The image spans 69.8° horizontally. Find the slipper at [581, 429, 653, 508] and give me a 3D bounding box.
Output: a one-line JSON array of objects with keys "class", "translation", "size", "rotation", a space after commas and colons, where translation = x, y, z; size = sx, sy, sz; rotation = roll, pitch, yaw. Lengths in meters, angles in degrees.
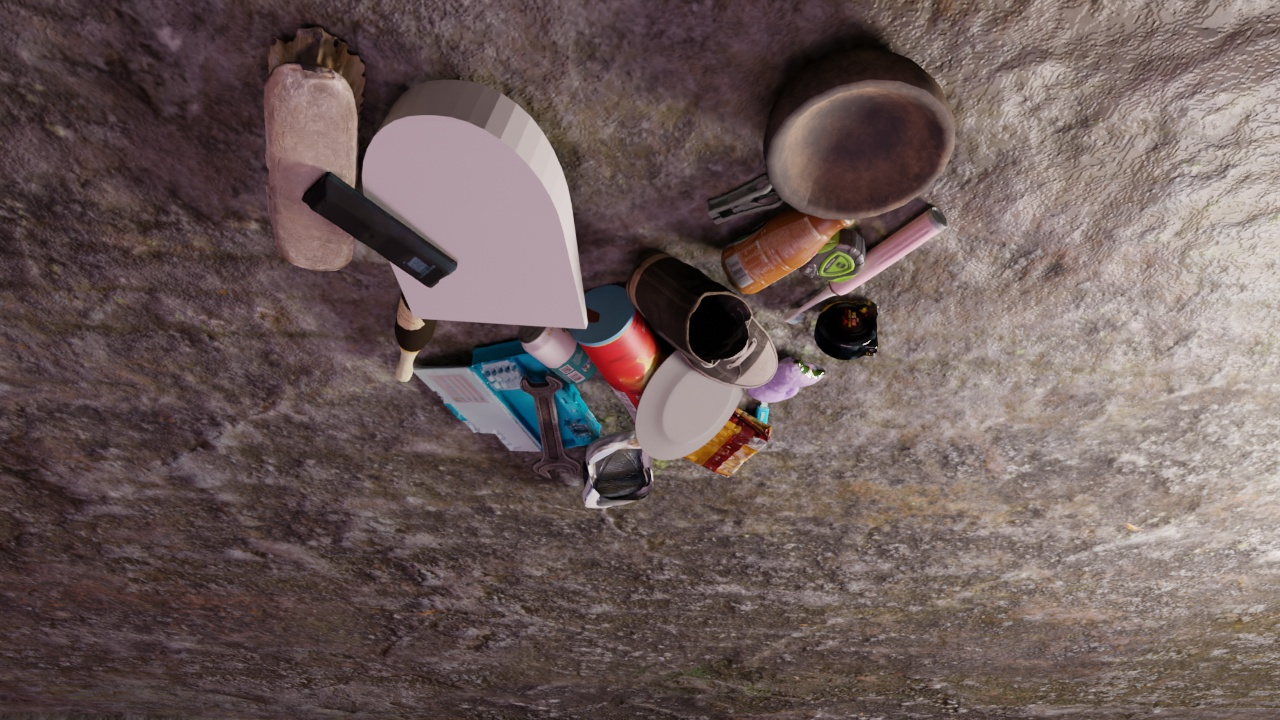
[{"class": "slipper", "translation": [-0.035, 0.149, 1.320], "size": [0.111, 0.063, 0.264], "rotation": [-10, 156, -6]}]

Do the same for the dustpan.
[{"class": "dustpan", "translation": [-0.159, -0.143, 0.885], "size": [0.192, 0.053, 0.258], "rotation": [4, 140, 12]}]

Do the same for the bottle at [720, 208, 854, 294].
[{"class": "bottle", "translation": [0.160, -0.128, 0.930], "size": [0.168, 0.059, 0.059], "rotation": [-30, 135, 35]}]

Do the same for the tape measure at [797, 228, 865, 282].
[{"class": "tape measure", "translation": [0.207, -0.114, 0.972], "size": [0.058, 0.035, 0.066], "rotation": [21, 145, -12]}]

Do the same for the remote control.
[{"class": "remote control", "translation": [-0.246, -0.118, 0.870], "size": [0.047, 0.022, 0.150], "rotation": [-29, 129, 35]}]

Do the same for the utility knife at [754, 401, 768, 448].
[{"class": "utility knife", "translation": [0.164, 0.083, 1.271], "size": [0.022, 0.015, 0.141], "rotation": [-3, 142, -1]}]

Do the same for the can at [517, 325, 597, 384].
[{"class": "can", "translation": [-0.097, -0.015, 1.098], "size": [0.055, 0.054, 0.101], "rotation": [-21, 140, 28]}]

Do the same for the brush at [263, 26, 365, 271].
[{"class": "brush", "translation": [-0.306, -0.183, 0.860], "size": [0.083, 0.056, 0.272], "rotation": [6, 146, -14]}]

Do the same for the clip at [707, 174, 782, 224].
[{"class": "clip", "translation": [0.103, -0.160, 0.918], "size": [0.075, 0.023, 0.037], "rotation": [-16, 143, 26]}]

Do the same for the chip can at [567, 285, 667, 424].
[{"class": "chip can", "translation": [-0.007, 0.006, 1.102], "size": [0.087, 0.086, 0.213], "rotation": [-12, 142, 17]}]

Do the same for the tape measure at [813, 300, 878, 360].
[{"class": "tape measure", "translation": [0.237, -0.035, 1.054], "size": [0.072, 0.071, 0.042], "rotation": [7, 148, 1]}]

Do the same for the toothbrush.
[{"class": "toothbrush", "translation": [0.238, -0.096, 1.004], "size": [0.026, 0.027, 0.223], "rotation": [25, 139, -28]}]

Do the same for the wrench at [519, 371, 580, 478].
[{"class": "wrench", "translation": [-0.122, 0.093, 1.230], "size": [0.070, 0.010, 0.274], "rotation": [2, 146, 2]}]

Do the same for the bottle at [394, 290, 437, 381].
[{"class": "bottle", "translation": [-0.270, -0.030, 1.088], "size": [0.045, 0.045, 0.185], "rotation": [12, 144, -15]}]

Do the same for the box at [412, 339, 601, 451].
[{"class": "box", "translation": [-0.174, 0.059, 1.220], "size": [0.182, 0.039, 0.227], "rotation": [-10, 144, 16]}]

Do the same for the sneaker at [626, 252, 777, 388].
[{"class": "sneaker", "translation": [0.095, -0.023, 1.012], "size": [0.095, 0.120, 0.234], "rotation": [-47, 129, -1]}]

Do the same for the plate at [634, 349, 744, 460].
[{"class": "plate", "translation": [0.068, 0.049, 1.125], "size": [0.178, 0.012, 0.179], "rotation": [-23, 132, -29]}]

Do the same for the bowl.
[{"class": "bowl", "translation": [0.188, -0.205, 0.809], "size": [0.162, 0.070, 0.162], "rotation": [0, 145, 0]}]

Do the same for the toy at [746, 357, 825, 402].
[{"class": "toy", "translation": [0.187, 0.025, 1.171], "size": [0.080, 0.036, 0.100], "rotation": [15, 148, -36]}]

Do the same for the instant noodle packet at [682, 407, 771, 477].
[{"class": "instant noodle packet", "translation": [0.115, 0.111, 1.281], "size": [0.098, 0.039, 0.136], "rotation": [22, 141, -11]}]
